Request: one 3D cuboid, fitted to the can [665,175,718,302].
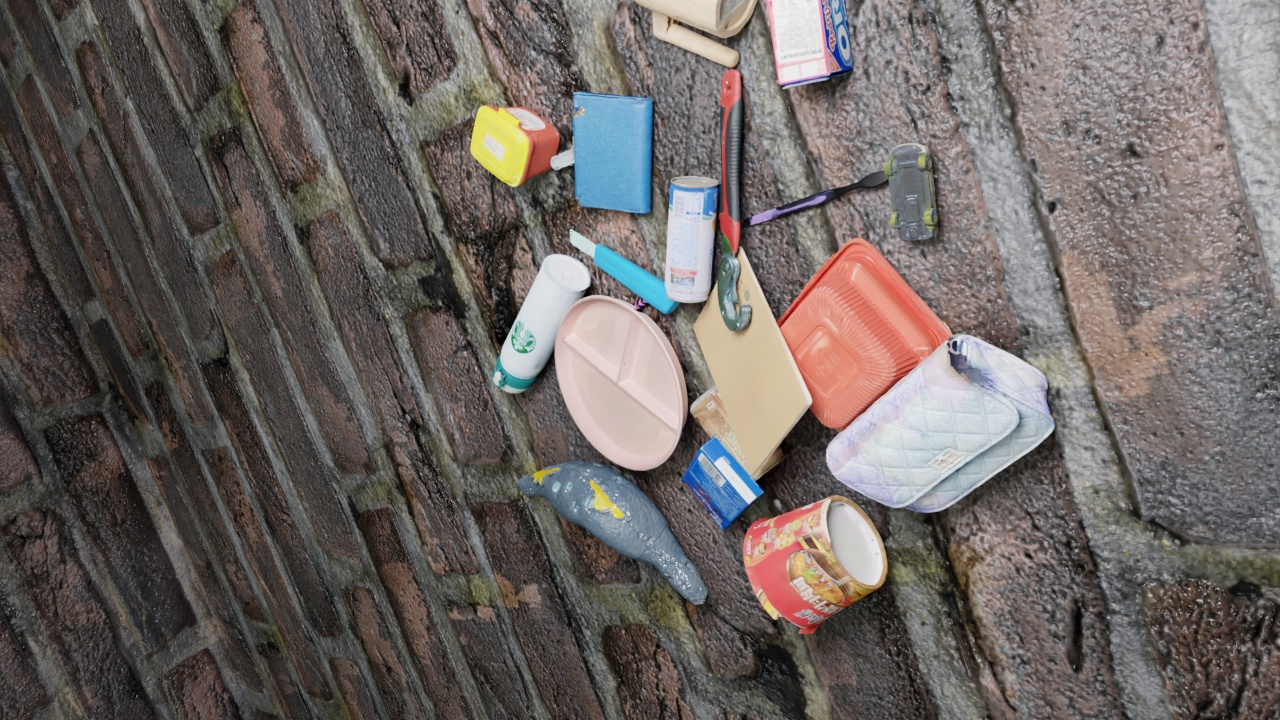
[{"bbox_3d":[0.057,-0.135,1.031,0.053,0.053,0.135,19,118,34],"label":"can"}]

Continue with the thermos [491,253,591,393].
[{"bbox_3d":[-0.141,-0.041,1.238,0.073,0.073,0.225,46,133,15],"label":"thermos"}]

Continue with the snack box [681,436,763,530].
[{"bbox_3d":[0.095,0.151,1.106,0.084,0.026,0.157,49,162,12],"label":"snack box"}]

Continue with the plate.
[{"bbox_3d":[-0.025,0.027,1.151,0.230,0.028,0.230,23,123,40],"label":"plate"}]

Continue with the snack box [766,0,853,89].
[{"bbox_3d":[0.148,-0.363,0.849,0.058,0.057,0.207,1,110,38],"label":"snack box"}]

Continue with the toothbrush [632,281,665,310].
[{"bbox_3d":[0.010,-0.077,1.130,0.190,0.017,0.014,-32,85,43],"label":"toothbrush"}]

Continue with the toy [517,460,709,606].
[{"bbox_3d":[-0.046,0.211,1.262,0.357,0.091,0.138,28,138,32],"label":"toy"}]

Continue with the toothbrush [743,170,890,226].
[{"bbox_3d":[0.179,-0.165,0.947,0.189,0.016,0.014,-12,89,46],"label":"toothbrush"}]

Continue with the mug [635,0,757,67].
[{"bbox_3d":[0.056,-0.363,0.922,0.103,0.084,0.125,33,152,24],"label":"mug"}]

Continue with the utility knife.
[{"bbox_3d":[-0.025,-0.114,1.135,0.199,0.018,0.034,36,119,32],"label":"utility knife"}]

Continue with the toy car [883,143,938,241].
[{"bbox_3d":[0.257,-0.159,0.862,0.042,0.035,0.090,0,109,40],"label":"toy car"}]

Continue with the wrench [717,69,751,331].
[{"bbox_3d":[0.097,-0.167,0.978,0.056,0.016,0.273,-165,71,-64],"label":"wrench"}]

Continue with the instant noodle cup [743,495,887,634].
[{"bbox_3d":[0.200,0.220,1.028,0.109,0.137,0.138,-37,83,35],"label":"instant noodle cup"}]

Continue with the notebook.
[{"bbox_3d":[0.115,0.000,0.999,0.148,0.008,0.207,116,142,-49],"label":"notebook"}]

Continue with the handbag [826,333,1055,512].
[{"bbox_3d":[0.287,0.068,0.878,0.134,0.075,0.194,25,134,-12],"label":"handbag"}]

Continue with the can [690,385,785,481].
[{"bbox_3d":[0.114,0.085,1.083,0.116,0.058,0.059,52,134,10],"label":"can"}]

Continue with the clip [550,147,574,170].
[{"bbox_3d":[-0.084,-0.251,1.132,0.057,0.031,0.025,-13,102,35],"label":"clip"}]

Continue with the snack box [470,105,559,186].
[{"bbox_3d":[-0.153,-0.271,1.137,0.091,0.079,0.082,40,131,21],"label":"snack box"}]

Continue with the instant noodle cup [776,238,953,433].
[{"bbox_3d":[0.209,-0.010,0.944,0.164,0.078,0.189,51,139,16],"label":"instant noodle cup"}]

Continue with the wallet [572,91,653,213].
[{"bbox_3d":[-0.033,-0.243,1.074,0.106,0.040,0.133,13,117,25],"label":"wallet"}]
